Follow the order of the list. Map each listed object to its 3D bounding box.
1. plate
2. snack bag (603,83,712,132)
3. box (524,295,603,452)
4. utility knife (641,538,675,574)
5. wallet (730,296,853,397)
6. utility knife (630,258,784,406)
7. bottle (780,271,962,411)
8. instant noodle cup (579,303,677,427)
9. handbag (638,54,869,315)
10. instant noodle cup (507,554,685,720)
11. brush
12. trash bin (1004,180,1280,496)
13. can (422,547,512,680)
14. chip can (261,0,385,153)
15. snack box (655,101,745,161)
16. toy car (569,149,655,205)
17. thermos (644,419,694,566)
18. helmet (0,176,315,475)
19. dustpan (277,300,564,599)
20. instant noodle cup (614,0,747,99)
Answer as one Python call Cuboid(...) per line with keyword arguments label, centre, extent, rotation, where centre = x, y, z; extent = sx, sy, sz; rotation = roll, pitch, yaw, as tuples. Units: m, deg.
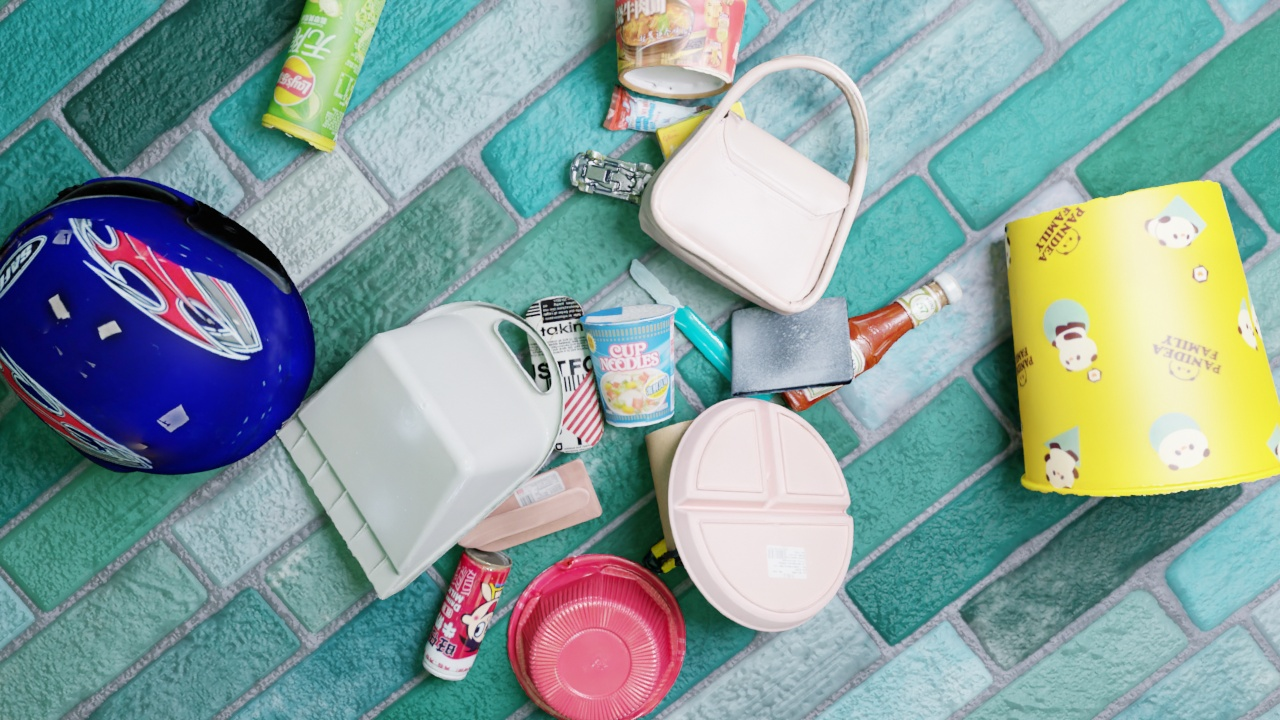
Cuboid(label="plate", centre=(0.126, 0.145, 0.893), extent=(0.229, 0.028, 0.229), rotation=(13, 67, -33))
Cuboid(label="snack bag", centre=(0.018, -0.246, 0.930), extent=(0.104, 0.026, 0.048), rotation=(14, 103, -2))
Cuboid(label="box", centre=(-0.078, 0.015, 0.941), extent=(0.068, 0.051, 0.164), rotation=(-13, 92, -14))
Cuboid(label="utility knife", centre=(0.077, 0.176, 0.971), extent=(0.171, 0.015, 0.033), rotation=(-32, 95, 2))
Cuboid(label="wallet", centre=(0.149, -0.013, 0.914), extent=(0.121, 0.019, 0.097), rotation=(-8, 60, 18))
Cuboid(label="utility knife", centre=(0.067, -0.025, 0.954), extent=(0.029, 0.013, 0.218), rotation=(-43, 96, 16))
Cuboid(label="bottle", centre=(0.230, -0.022, 0.932), extent=(0.206, 0.059, 0.060), rotation=(-32, 94, 3))
Cuboid(label="instant noodle cup", centre=(-0.005, 0.005, 0.922), extent=(0.099, 0.099, 0.110), rotation=(-7, 102, 0))
Cuboid(label="handbag", centre=(0.127, -0.179, 0.873), extent=(0.193, 0.093, 0.234), rotation=(30, 93, -11))
Cuboid(label="instant noodle cup", centre=(-0.046, 0.304, 0.958), extent=(0.194, 0.066, 0.194), rotation=(0, 96, -1))
Cuboid(label="brush", centre=(-0.117, 0.154, 0.941), extent=(0.146, 0.073, 0.063), rotation=(-21, 95, 3))
Cuboid(label="trash bin", centre=(0.459, -0.021, 0.861), extent=(0.229, 0.229, 0.255), rotation=(-9, 89, 0))
Cuboid(label="can", centre=(-0.182, 0.262, 0.959), extent=(0.053, 0.053, 0.133), rotation=(22, 94, -2))
Cuboid(label="chip can", centre=(-0.299, -0.320, 0.899), extent=(0.072, 0.072, 0.221), rotation=(22, 94, -2))
Cuboid(label="snack box", centre=(0.077, -0.179, 0.920), extent=(0.087, 0.033, 0.140), rotation=(-19, 104, 1))
Cuboid(label="toy car", centre=(-0.027, -0.184, 0.931), extent=(0.090, 0.034, 0.043), rotation=(12, 92, -3))
Cuboid(label="thermos", centre=(0.054, 0.136, 0.927), extent=(0.093, 0.093, 0.143), rotation=(-17, 77, 1))
Cuboid(label="helmet", centre=(-0.459, -0.039, 0.841), extent=(0.315, 0.240, 0.247), rotation=(41, 92, -3))
Cuboid(label="dustpan", centre=(-0.207, 0.069, 0.930), extent=(0.258, 0.142, 0.222), rotation=(-45, 75, 33))
Cuboid(label="instant noodle cup", centre=(0.038, -0.314, 0.865), extent=(0.138, 0.138, 0.108), rotation=(3, 91, -1))
